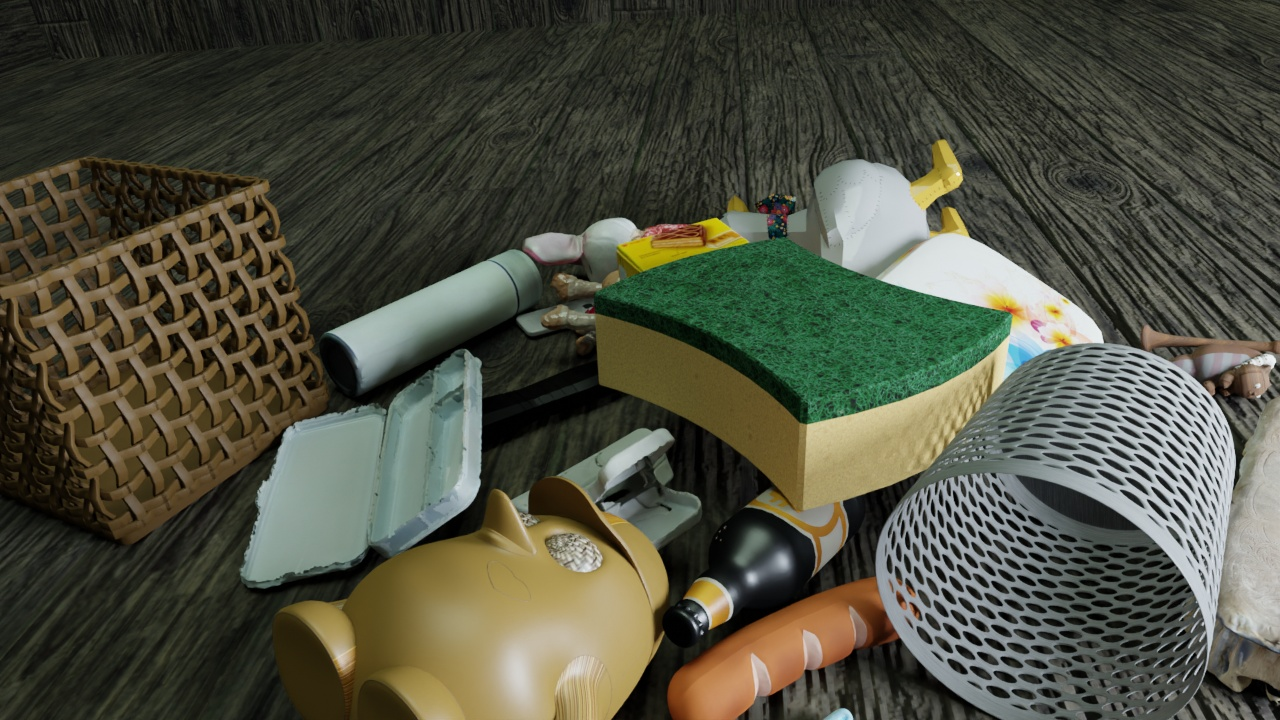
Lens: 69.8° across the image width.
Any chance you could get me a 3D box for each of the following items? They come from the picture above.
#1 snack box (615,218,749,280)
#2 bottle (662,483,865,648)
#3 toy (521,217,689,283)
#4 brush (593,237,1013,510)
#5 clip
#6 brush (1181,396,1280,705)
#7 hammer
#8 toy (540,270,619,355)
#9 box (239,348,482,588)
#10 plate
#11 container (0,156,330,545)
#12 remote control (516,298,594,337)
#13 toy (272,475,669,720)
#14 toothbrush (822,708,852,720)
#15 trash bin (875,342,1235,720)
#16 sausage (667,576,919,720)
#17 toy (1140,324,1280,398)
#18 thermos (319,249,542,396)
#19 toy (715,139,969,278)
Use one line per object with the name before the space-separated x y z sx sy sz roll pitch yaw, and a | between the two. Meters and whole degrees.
snack box | 0.040 -0.068 0.818 0.105 0.084 0.061 -18 34 -18
bottle | 0.073 0.119 0.556 0.059 0.059 0.181 17 26 33
toy | -0.012 -0.106 0.952 0.194 0.084 0.159 8 5 9
brush | 0.108 -0.007 0.657 0.194 0.075 0.250 -19 31 -31
clip | -0.025 0.090 0.630 0.124 0.074 0.144 -30 7 -32
brush | 0.405 0.101 0.565 0.083 0.057 0.270 20 39 31
hammer | -0.005 0.005 0.823 0.327 0.039 0.131 -20 34 -23
toy | -0.034 -0.052 0.876 0.106 0.074 0.085 -17 23 16
box | -0.204 0.081 0.710 0.193 0.061 0.209 -28 29 4
plate | 0.286 -0.030 0.766 0.187 0.016 0.186 40 55 19
container | -0.446 -0.023 0.761 0.252 0.214 0.218 11 34 27
remote control | -0.055 -0.053 0.958 0.146 0.008 0.045 -17 32 -21
toy | -0.065 0.141 0.485 0.199 0.163 0.202 19 27 35
toothbrush | 0.054 0.220 0.455 0.154 0.016 0.022 -27 68 -32
trash bin | 0.244 0.088 0.521 0.157 0.157 0.182 16 33 32
sausage | 0.088 0.164 0.524 0.164 0.039 0.044 -18 42 -21
toy | 0.462 0.002 0.744 0.102 0.041 0.054 6 69 36
thermos | -0.199 -0.042 0.905 0.068 0.068 0.229 21 39 38
toy | 0.191 -0.125 0.924 0.268 0.141 0.246 -14 30 10
